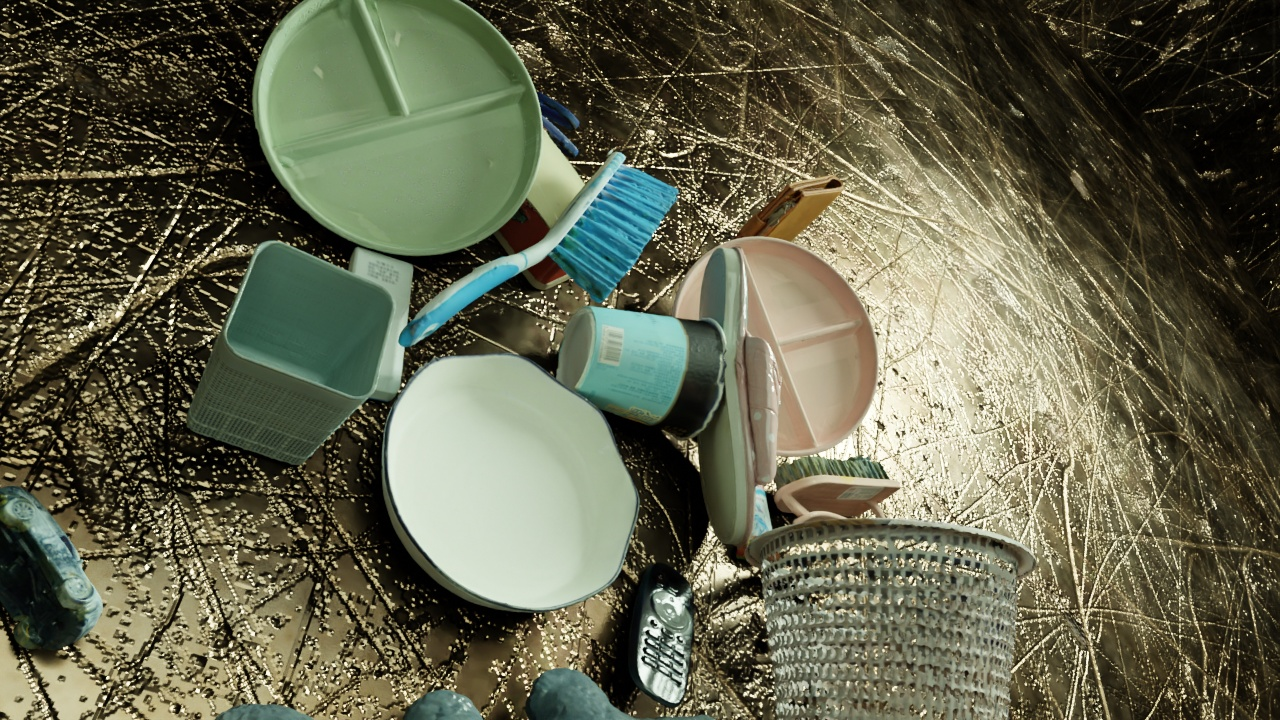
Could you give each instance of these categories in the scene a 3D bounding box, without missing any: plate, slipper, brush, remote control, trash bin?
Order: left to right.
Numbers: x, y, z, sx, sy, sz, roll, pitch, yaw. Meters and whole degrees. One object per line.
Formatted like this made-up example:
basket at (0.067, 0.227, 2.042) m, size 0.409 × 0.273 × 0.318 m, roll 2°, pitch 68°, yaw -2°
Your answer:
remote control at (-0.200, -0.029, 0.691) m, size 0.049 × 0.024 × 0.124 m, roll 18°, pitch 49°, yaw -29°
plate at (-0.192, -0.195, 0.745) m, size 0.230 × 0.028 × 0.230 m, roll 3°, pitch 83°, yaw -24°
plate at (-0.098, 0.090, 0.676) m, size 0.204 × 0.046 × 0.204 m, roll 23°, pitch 47°, yaw -27°
brush at (-0.069, -0.081, 0.741) m, size 0.109 × 0.061 × 0.313 m, roll 40°, pitch 47°, yaw -11°
remote control at (0.014, 0.207, 0.691) m, size 0.053 × 0.024 × 0.136 m, roll 34°, pitch 26°, yaw -10°
slipper at (0.088, 0.027, 0.811) m, size 0.054 × 0.114 × 0.274 m, roll 4°, pitch 67°, yaw -12°
plate at (0.133, -0.014, 0.916) m, size 0.229 × 0.028 × 0.229 m, roll 6°, pitch 71°, yaw -19°
brush at (0.184, 0.131, 0.874) m, size 0.145 × 0.063 × 0.073 m, roll 10°, pitch 50°, yaw -40°
trash bin at (0.191, 0.243, 0.707) m, size 0.227 × 0.228 × 0.191 m, roll 21°, pitch 61°, yaw -29°

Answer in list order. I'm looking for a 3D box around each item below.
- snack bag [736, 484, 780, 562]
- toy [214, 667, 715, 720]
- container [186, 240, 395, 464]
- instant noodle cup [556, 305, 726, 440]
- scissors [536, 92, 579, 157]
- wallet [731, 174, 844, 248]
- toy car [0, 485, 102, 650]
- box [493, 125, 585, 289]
snack bag at (0.101, 0.132, 0.834) m, size 0.048 × 0.026 × 0.104 m, roll 14°, pitch 52°, yaw -24°
toy at (-0.067, 0.258, 0.553) m, size 0.355 × 0.091 × 0.138 m, roll 13°, pitch 25°, yaw -36°
container at (-0.224, 0.002, 0.579) m, size 0.090 × 0.112 × 0.089 m, roll 25°, pitch 46°, yaw -26°
instant noodle cup at (-0.005, 0.005, 0.787) m, size 0.120 × 0.111 × 0.111 m, roll 13°, pitch 52°, yaw -24°
scissors at (-0.113, -0.251, 0.892) m, size 0.176 × 0.012 × 0.162 m, roll 32°, pitch -5°, yaw 37°
wallet at (0.152, -0.150, 1.012) m, size 0.107 × 0.132 × 0.031 m, roll -18°, pitch 70°, yaw -46°
toy car at (-0.314, 0.107, 0.476) m, size 0.090 × 0.043 × 0.034 m, roll 50°, pitch 7°, yaw 7°
box at (-0.098, -0.160, 0.840) m, size 0.168 × 0.077 × 0.091 m, roll 53°, pitch 41°, yaw 4°
